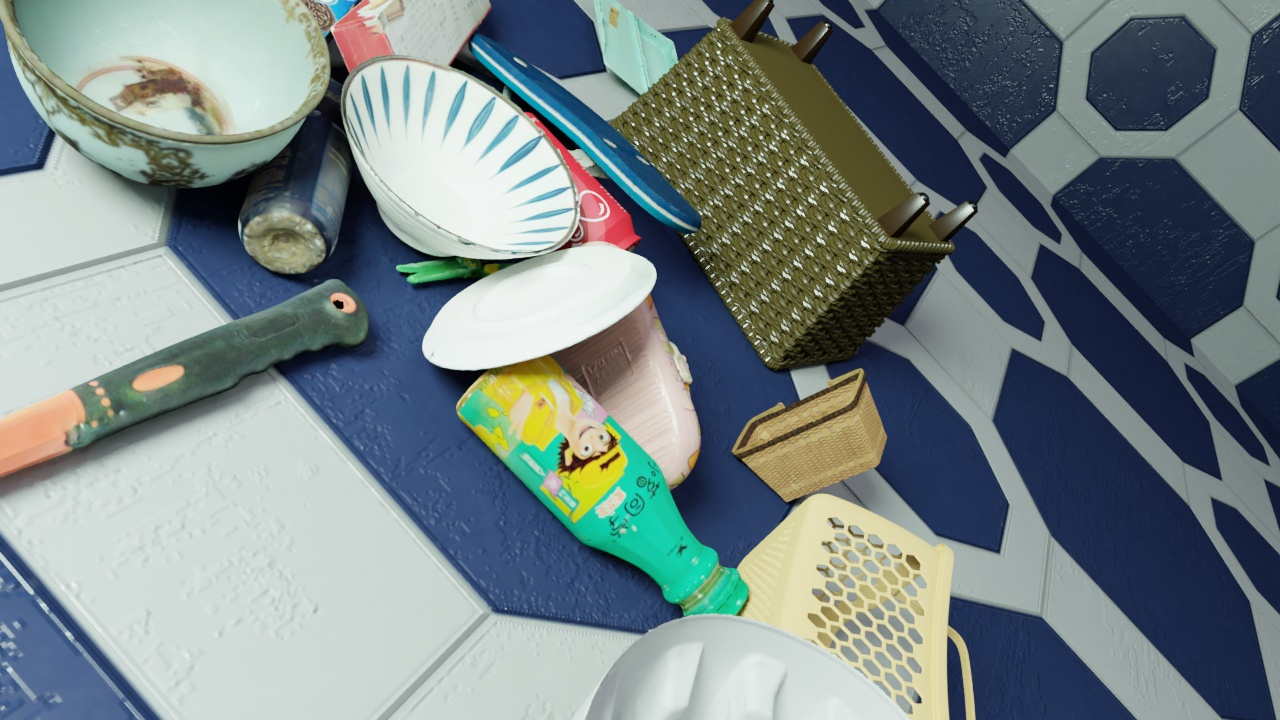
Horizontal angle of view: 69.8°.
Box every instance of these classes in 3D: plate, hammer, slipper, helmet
[{"bbox_3d":[-0.066,-0.039,0.585,0.156,0.157,0.014,-61,138,-56],"label":"plate"},{"bbox_3d":[-0.246,0.020,0.424,0.133,0.033,0.332,48,32,4],"label":"hammer"},{"bbox_3d":[-0.004,0.004,0.657,0.081,0.093,0.197,15,44,-54],"label":"slipper"},{"bbox_3d":[0.044,0.238,0.357,0.224,0.184,0.281,26,51,-22],"label":"helmet"},{"bbox_3d":[-0.059,-0.191,0.819,0.295,0.060,0.118,46,24,26],"label":"slipper"}]

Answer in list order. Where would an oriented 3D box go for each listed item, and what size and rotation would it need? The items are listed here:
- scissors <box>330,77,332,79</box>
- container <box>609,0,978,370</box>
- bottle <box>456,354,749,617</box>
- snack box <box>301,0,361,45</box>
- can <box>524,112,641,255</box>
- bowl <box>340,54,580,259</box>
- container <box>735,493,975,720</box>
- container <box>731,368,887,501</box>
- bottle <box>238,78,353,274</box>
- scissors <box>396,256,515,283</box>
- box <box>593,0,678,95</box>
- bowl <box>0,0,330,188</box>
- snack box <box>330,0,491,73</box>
[{"bbox_3d":[-0.193,-0.181,0.713,0.133,0.015,0.103,40,37,-1],"label":"scissors"},{"bbox_3d":[0.157,-0.183,0.919,0.176,0.206,0.321,-7,59,-50],"label":"container"},{"bbox_3d":[-0.019,0.082,0.569,0.209,0.068,0.067,45,33,-1],"label":"bottle"},{"bbox_3d":[-0.255,-0.248,0.671,0.059,0.059,0.225,35,34,-23],"label":"snack box"},{"bbox_3d":[-0.071,-0.126,0.728,0.142,0.075,0.074,46,33,1],"label":"can"},{"bbox_3d":[-0.134,-0.122,0.636,0.177,0.071,0.177,27,40,-25],"label":"bowl"},{"bbox_3d":[0.135,0.197,0.561,0.167,0.129,0.182,35,34,-3],"label":"container"},{"bbox_3d":[0.140,0.063,0.735,0.061,0.114,0.063,55,32,-9],"label":"container"},{"bbox_3d":[-0.213,-0.124,0.585,0.056,0.056,0.160,24,39,-30],"label":"bottle"},{"bbox_3d":[-0.129,-0.074,0.666,0.130,0.014,0.070,-8,58,-51],"label":"scissors"},{"bbox_3d":[-0.002,-0.366,1.100,0.136,0.033,0.186,24,39,-30],"label":"box"},{"bbox_3d":[-0.267,-0.156,0.516,0.159,0.094,0.159,19,50,-25],"label":"bowl"},{"bbox_3d":[-0.180,-0.283,0.758,0.272,0.044,0.077,-83,161,-53],"label":"snack box"}]
